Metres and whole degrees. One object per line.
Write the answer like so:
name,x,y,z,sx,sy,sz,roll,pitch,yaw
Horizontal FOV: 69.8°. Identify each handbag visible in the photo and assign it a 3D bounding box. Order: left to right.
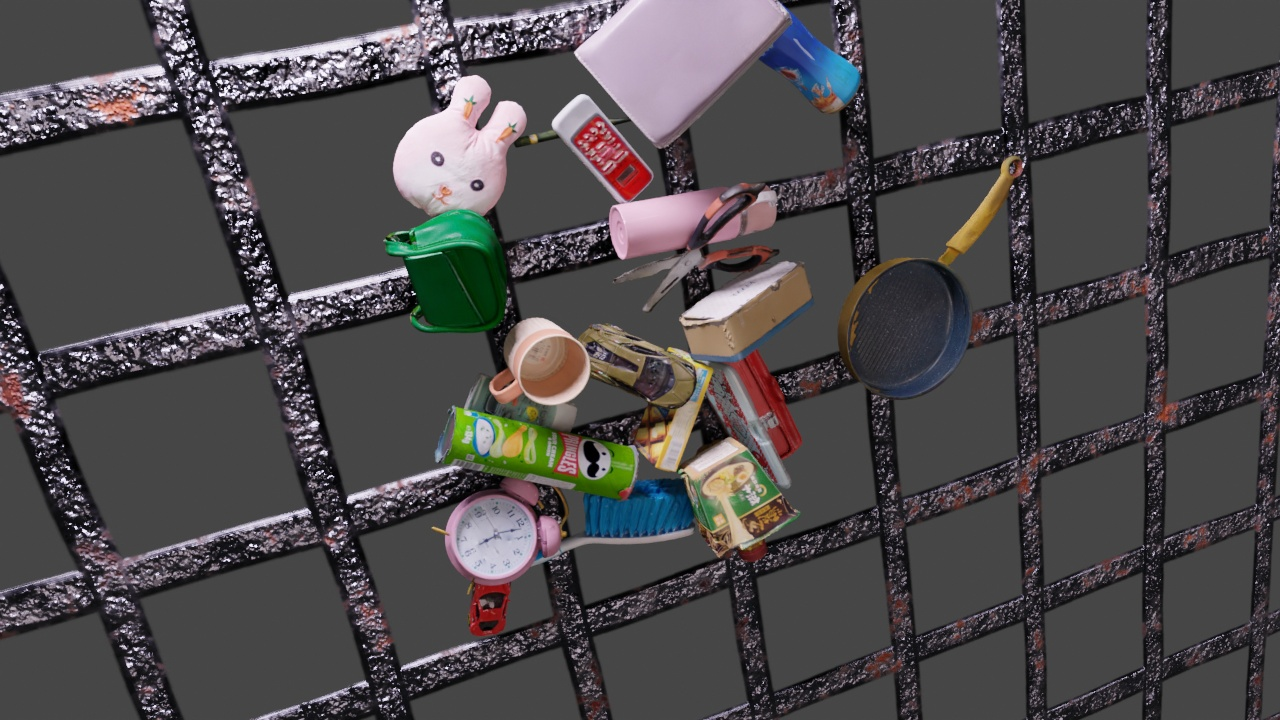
handbag,-0.211,-0.096,1.020,0.120,0.067,0.131,-9,133,-1
handbag,0.046,-0.351,1.006,0.197,0.098,0.145,-42,98,17

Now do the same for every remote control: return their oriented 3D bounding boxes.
remote control,-0.146,0.061,1.127,0.135,0.019,0.056,21,97,-23
remote control,-0.042,-0.243,1.067,0.056,0.020,0.136,-43,122,3

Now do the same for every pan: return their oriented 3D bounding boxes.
pan,0.403,-0.112,1.238,0.197,0.078,0.357,23,97,-24

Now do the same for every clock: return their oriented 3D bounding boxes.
clock,-0.162,0.205,1.118,0.158,0.060,0.117,-30,85,-16

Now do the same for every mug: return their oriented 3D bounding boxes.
mug,-0.125,0.007,1.071,0.114,0.106,0.082,-36,113,-7

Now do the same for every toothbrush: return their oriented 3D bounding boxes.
toothbrush,-0.059,-0.276,1.067,0.185,0.012,0.017,-17,104,-14

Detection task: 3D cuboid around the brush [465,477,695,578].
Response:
brush,-0.070,0.217,1.183,0.314,0.060,0.109,-2,109,-16

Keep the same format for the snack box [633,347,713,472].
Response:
snack box,0.040,0.061,1.155,0.033,0.087,0.140,18,98,-23

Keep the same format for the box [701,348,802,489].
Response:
box,0.152,0.067,1.188,0.095,0.101,0.201,-33,113,-7

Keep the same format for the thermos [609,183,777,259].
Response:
thermos,0.068,-0.172,1.100,0.198,0.087,0.067,-12,87,-14

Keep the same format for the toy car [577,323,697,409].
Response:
toy car,-0.007,0.007,1.111,0.158,0.042,0.070,22,99,17

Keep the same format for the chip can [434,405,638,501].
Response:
chip can,-0.122,0.114,1.102,0.236,0.072,0.072,15,100,-21

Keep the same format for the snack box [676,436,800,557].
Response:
snack box,0.114,0.161,1.138,0.117,0.118,0.105,-28,102,-7

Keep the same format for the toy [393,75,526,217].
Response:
toy,-0.197,-0.231,1.010,0.121,0.054,0.159,30,89,-25

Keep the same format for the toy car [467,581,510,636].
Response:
toy car,-0.191,0.309,1.162,0.049,0.031,0.106,-1,124,-21

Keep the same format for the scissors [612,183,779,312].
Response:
scissors,0.073,-0.131,1.095,0.222,0.015,0.189,-14,146,-15

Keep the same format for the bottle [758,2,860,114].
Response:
bottle,0.166,-0.379,1.087,0.218,0.065,0.065,32,93,-24

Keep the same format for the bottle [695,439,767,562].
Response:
bottle,0.126,0.192,1.238,0.057,0.057,0.175,-27,112,-11

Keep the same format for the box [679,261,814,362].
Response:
box,0.128,-0.059,1.121,0.183,0.090,0.062,-36,116,-32
